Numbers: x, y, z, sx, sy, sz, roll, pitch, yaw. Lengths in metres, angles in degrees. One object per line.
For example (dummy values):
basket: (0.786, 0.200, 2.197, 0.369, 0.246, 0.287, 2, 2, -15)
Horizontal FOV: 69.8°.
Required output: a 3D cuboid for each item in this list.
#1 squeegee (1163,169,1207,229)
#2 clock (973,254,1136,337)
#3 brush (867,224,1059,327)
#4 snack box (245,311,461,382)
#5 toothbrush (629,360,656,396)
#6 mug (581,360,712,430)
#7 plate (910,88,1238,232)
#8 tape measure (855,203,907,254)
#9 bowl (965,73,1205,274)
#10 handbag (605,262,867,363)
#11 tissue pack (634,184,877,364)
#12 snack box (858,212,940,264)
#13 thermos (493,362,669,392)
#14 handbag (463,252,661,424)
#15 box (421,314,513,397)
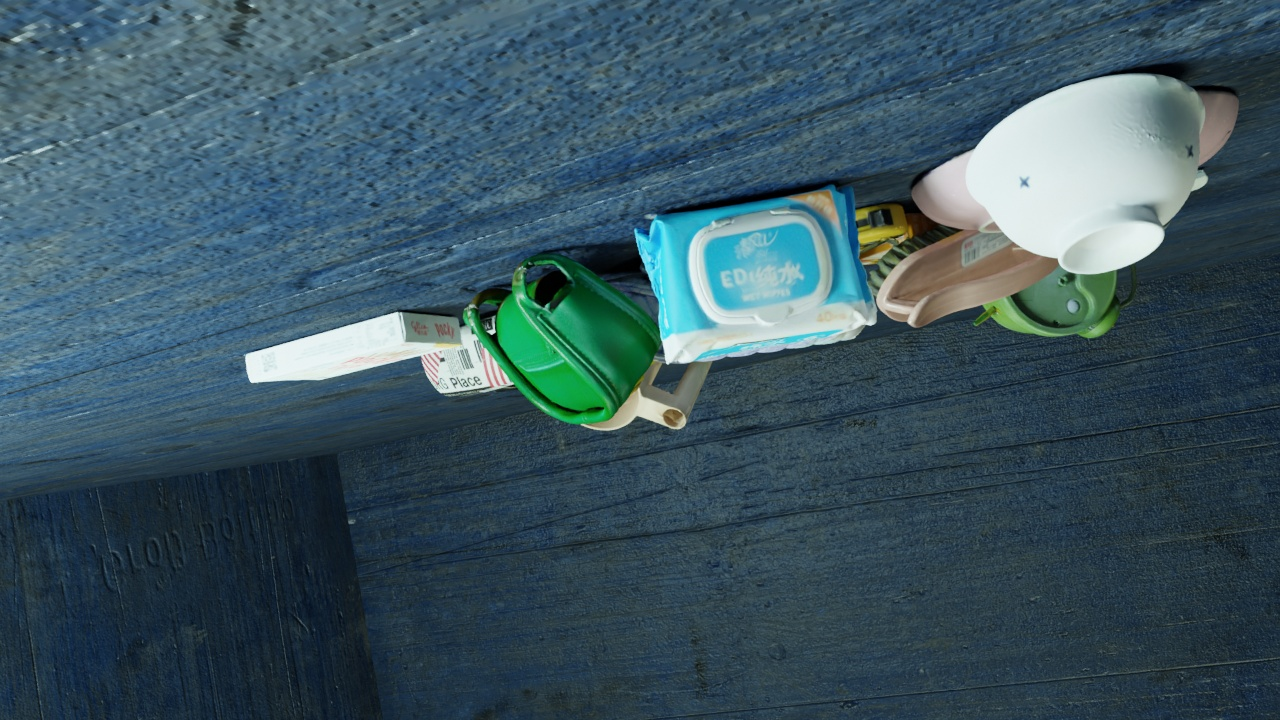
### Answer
squeegee: (0.493, -0.135, 0.945, 0.246, 0.039, 0.247, -8, 175, -40)
clock: (0.384, -0.078, 0.844, 0.161, 0.116, 0.056, 0, 177, -8)
brush: (0.241, -0.069, 0.689, 0.145, 0.063, 0.073, -24, -138, -15)
snack box: (-0.237, -0.010, 0.763, 0.157, 0.027, 0.084, -12, 176, 20)
toothbrush: (0.026, -0.013, 0.783, 0.016, 0.017, 0.189, 28, -148, 13)
mug: (-0.005, 0.005, 0.807, 0.125, 0.084, 0.103, 19, -144, 9)
plate: (0.276, -0.117, 0.589, 0.192, 0.039, 0.192, -11, 176, -1)
tape measure: (0.168, -0.095, 0.678, 0.057, 0.029, 0.060, -13, 176, 14)
bowl: (0.238, -0.085, 0.482, 0.118, 0.064, 0.118, -2, 155, -1)
handbag: (0.073, -0.044, 0.727, 0.193, 0.075, 0.134, -9, -165, -39)
tissue pack: (0.071, -0.053, 0.564, 0.140, 0.090, 0.063, -10, 176, -7)
snack box: (0.243, -0.104, 0.779, 0.153, 0.026, 0.075, -8, 175, -38)
thermos: (-0.030, -0.018, 0.918, 0.242, 0.068, 0.090, -10, 169, 6)
handbag: (-0.058, -0.015, 0.646, 0.067, 0.120, 0.131, -56, -164, -20)
box: (-0.145, -0.002, 0.830, 0.164, 0.074, 0.077, -12, 171, 40)
